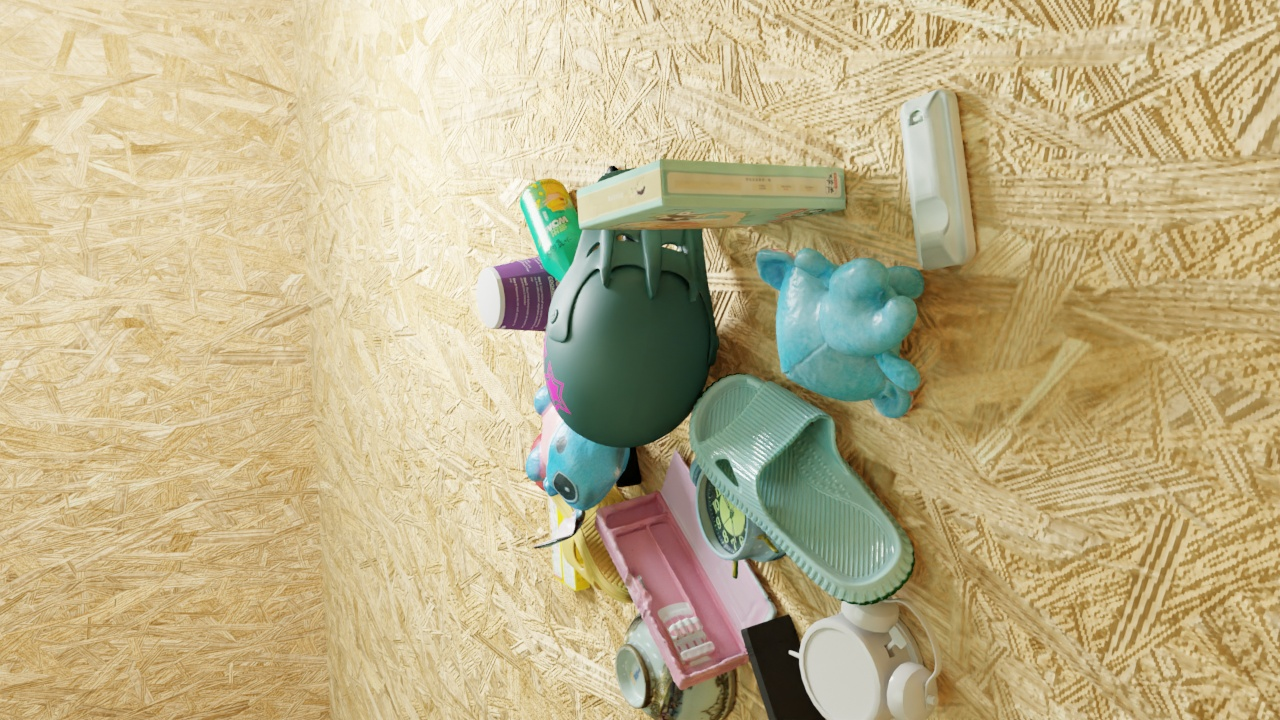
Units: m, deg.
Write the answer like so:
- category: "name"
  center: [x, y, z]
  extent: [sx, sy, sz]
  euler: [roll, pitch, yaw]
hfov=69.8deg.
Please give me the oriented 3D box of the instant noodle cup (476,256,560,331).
- category: "instant noodle cup"
  center: [-0.154, -0.085, 1.254]
  extent: [0.137, 0.121, 0.121]
  euler: [-56, 50, 48]

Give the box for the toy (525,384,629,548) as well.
- category: "toy"
  center: [-0.087, 0.120, 1.141]
  extent: [0.192, 0.098, 0.224]
  euler: [18, 92, 59]

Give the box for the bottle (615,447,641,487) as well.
- category: "bottle"
  center: [-0.024, 0.098, 1.165]
  extent: [0.033, 0.033, 0.123]
  euler: [-14, 83, 59]

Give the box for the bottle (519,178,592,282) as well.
- category: "bottle"
  center: [-0.098, -0.141, 1.191]
  extent: [0.068, 0.068, 0.209]
  euler: [-60, 44, 46]

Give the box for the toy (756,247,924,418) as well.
- category: "toy"
  center: [0.174, -0.039, 0.735]
  extent: [0.183, 0.114, 0.181]
  euler: [52, 162, 7]

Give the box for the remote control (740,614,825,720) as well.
- category: "remote control"
  center: [0.145, 0.324, 0.906]
  extent: [0.013, 0.058, 0.133]
  euler: [-41, 61, 55]

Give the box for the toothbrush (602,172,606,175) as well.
- category: "toothbrush"
  center: [-0.039, -0.140, 1.151]
  extent: [0.019, 0.018, 0.188]
  euler: [11, 106, 60]

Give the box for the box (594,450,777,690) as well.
- category: "box"
  center: [0.043, 0.225, 1.022]
  extent: [0.116, 0.106, 0.232]
  euler: [101, 147, -45]

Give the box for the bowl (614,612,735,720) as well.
- category: "bowl"
  center: [0.027, 0.359, 1.076]
  extent: [0.160, 0.093, 0.160]
  euler: [18, 112, 57]

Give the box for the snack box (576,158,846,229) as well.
- category: "snack box"
  center: [0.061, -0.144, 0.811]
  extent: [0.142, 0.193, 0.044]
  euler: [0, 94, 59]

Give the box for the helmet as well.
- category: "helmet"
  center: [-0.009, -0.050, 0.967]
  extent: [0.201, 0.176, 0.274]
  euler: [117, 159, -59]

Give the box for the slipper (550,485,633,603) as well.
- category: "slipper"
  center: [-0.052, 0.226, 1.179]
  extent: [0.263, 0.099, 0.079]
  euler: [51, 139, 48]

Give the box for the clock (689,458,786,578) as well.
- category: "clock"
  center: [0.101, 0.133, 0.939]
  extent: [0.118, 0.060, 0.162]
  euler: [-55, 47, 51]

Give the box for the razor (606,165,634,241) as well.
- category: "razor"
  center: [-0.019, -0.172, 1.112]
  extent: [0.044, 0.021, 0.144]
  euler: [-37, 62, 56]

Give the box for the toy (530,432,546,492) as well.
- category: "toy"
  center: [-0.121, 0.124, 1.310]
  extent: [0.092, 0.062, 0.133]
  euler: [43, 117, 58]

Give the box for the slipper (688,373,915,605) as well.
- category: "slipper"
  center: [0.134, 0.101, 0.827]
  extent: [0.276, 0.116, 0.069]
  euler: [48, 172, 38]

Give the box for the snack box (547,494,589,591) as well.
- category: "snack box"
  center: [-0.106, 0.254, 1.343]
  extent: [0.075, 0.025, 0.152]
  euler: [9, 105, 58]

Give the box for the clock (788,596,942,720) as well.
- category: "clock"
  center: [0.204, 0.261, 0.800]
  extent: [0.160, 0.061, 0.119]
  euler: [-51, 53, 45]

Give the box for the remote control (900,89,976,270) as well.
- category: "remote control"
  center: [0.225, -0.138, 0.704]
  extent: [0.050, 0.022, 0.133]
  euler: [-7, 90, 59]
